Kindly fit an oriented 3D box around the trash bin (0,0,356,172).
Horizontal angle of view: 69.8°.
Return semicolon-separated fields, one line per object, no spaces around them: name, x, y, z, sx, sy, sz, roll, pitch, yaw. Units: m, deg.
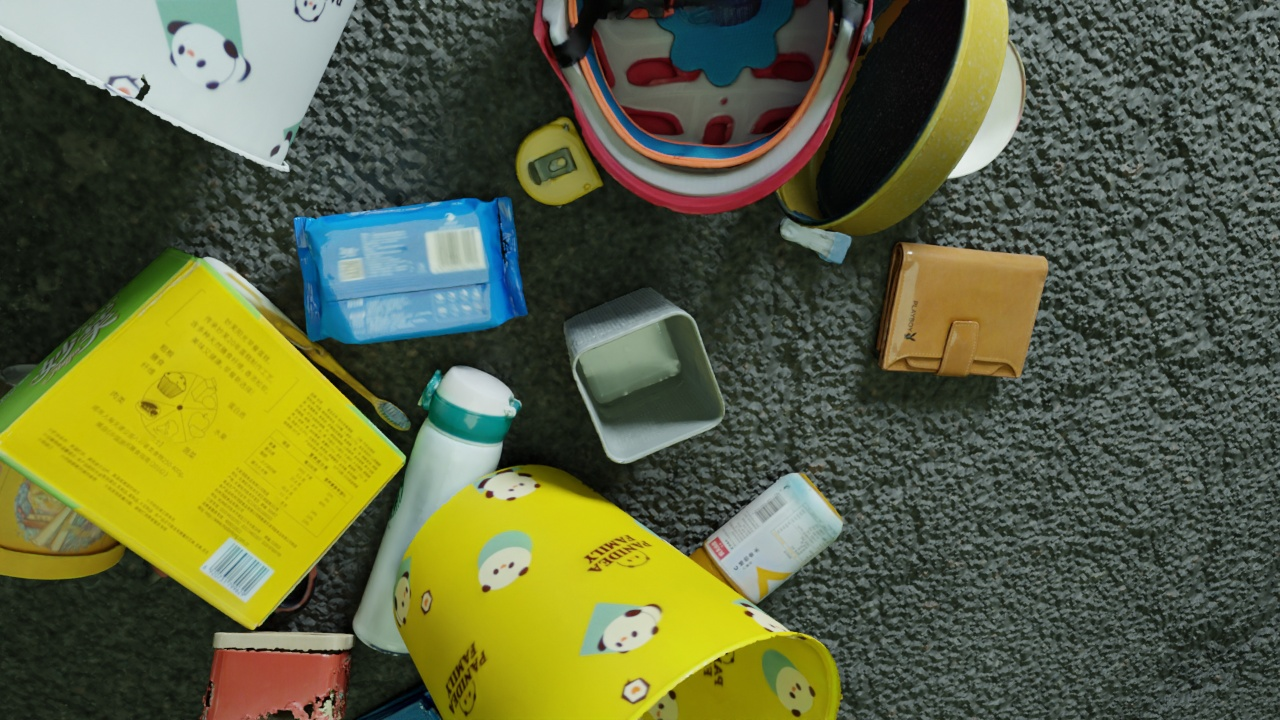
trash bin;-0.240;-0.270;0.496;0.229;0.229;0.252;30;94;-18

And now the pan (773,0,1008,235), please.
pan;0.174;-0.244;0.563;0.078;0.197;0.358;15;122;-23

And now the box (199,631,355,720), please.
box;-0.255;0.238;0.665;0.091;0.169;0.080;6;74;-13

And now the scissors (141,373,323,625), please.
scissors;-0.298;0.108;0.705;0.227;0.015;0.189;-37;110;2

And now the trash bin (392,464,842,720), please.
trash bin;-0.036;0.212;0.633;0.229;0.255;0.230;-19;124;-31

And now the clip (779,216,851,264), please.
clip;0.136;-0.097;0.724;0.058;0.045;0.027;24;104;-8

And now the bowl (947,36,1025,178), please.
bowl;0.221;-0.196;0.686;0.113;0.062;0.113;-3;108;-9

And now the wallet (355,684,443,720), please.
wallet;-0.182;0.345;0.791;0.106;0.040;0.133;-29;111;8

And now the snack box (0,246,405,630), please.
snack box;-0.282;0.053;0.606;0.157;0.070;0.210;-51;129;-20

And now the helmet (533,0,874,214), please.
helmet;0.047;-0.228;0.595;0.207;0.143;0.240;2;113;17

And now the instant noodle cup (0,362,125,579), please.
instant noodle cup;-0.400;0.070;0.625;0.118;0.118;0.114;19;94;-16

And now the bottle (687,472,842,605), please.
bottle;0.081;0.174;0.771;0.189;0.068;0.068;-40;110;3

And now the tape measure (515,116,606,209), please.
tape measure;-0.062;-0.141;0.666;0.057;0.029;0.060;-28;110;-1

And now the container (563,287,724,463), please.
container;-0.004;0.004;0.677;0.090;0.114;0.090;-22;110;-4

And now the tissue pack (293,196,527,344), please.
tissue pack;-0.164;-0.065;0.658;0.157;0.052;0.095;-8;106;-9

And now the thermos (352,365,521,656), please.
thermos;-0.159;0.113;0.708;0.073;0.073;0.224;18;103;-16

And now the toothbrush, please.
toothbrush;-0.243;-0.009;0.677;0.191;0.018;0.016;44;68;-20

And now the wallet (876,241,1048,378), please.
wallet;0.265;-0.040;0.762;0.131;0.031;0.108;5;105;-11
